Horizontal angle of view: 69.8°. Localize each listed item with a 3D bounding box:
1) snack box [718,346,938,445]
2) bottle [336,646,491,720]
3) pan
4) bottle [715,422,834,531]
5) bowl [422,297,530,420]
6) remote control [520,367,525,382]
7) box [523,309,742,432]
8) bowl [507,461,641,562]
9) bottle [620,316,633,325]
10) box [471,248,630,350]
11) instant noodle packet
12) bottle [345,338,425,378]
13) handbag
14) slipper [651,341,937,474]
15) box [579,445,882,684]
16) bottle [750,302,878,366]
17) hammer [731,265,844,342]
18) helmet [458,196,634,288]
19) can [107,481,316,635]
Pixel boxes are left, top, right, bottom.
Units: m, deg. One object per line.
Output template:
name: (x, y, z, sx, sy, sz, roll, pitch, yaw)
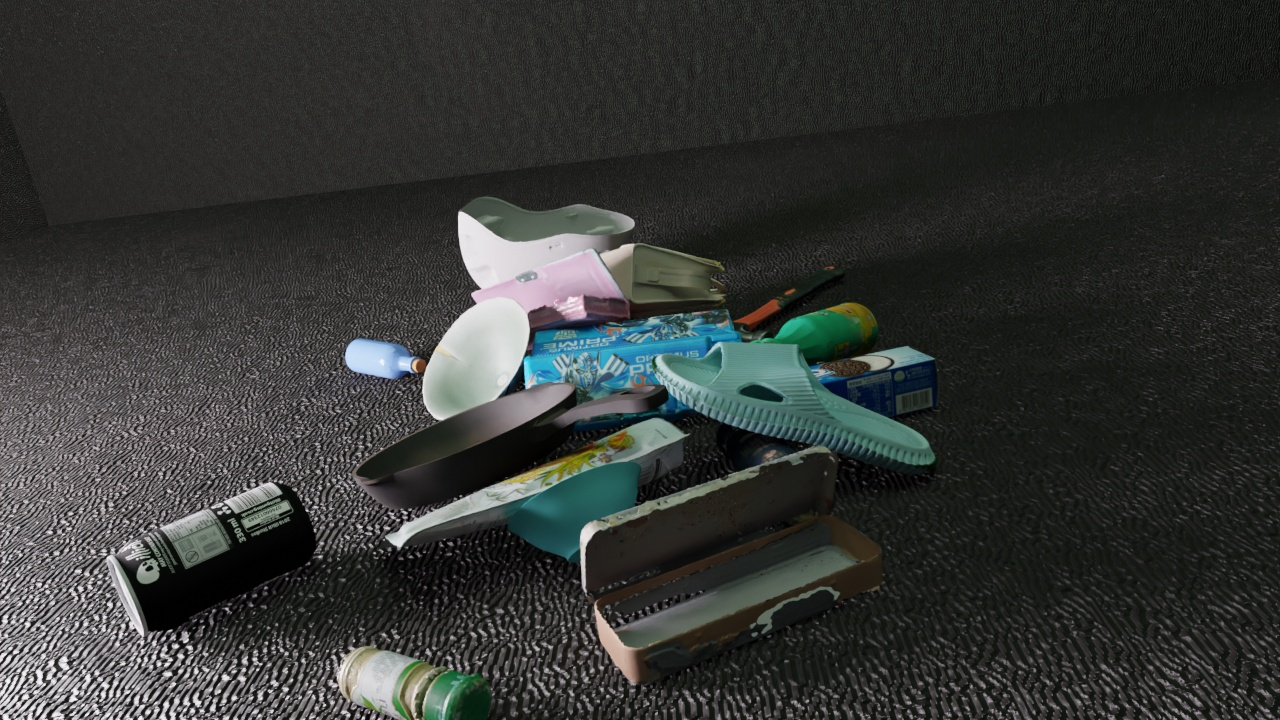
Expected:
snack box: (0.193, 0.038, 0.948, 0.226, 0.059, 0.059, -13, 18, -10)
bottle: (-0.153, 0.220, 0.614, 0.110, 0.043, 0.042, 4, 24, 29)
pan: (-0.114, 0.073, 0.858, 0.357, 0.043, 0.248, -13, 11, 38)
bottle: (0.115, 0.096, 0.824, 0.056, 0.056, 0.161, -13, 21, -14)
bowl: (-0.183, 0.010, 1.125, 0.175, 0.068, 0.173, -23, 48, 28)
remote control: (-0.159, 0.016, 1.184, 0.141, 0.021, 0.045, 2, 21, 35)
box: (-0.008, -0.004, 1.038, 0.243, 0.064, 0.174, -7, 48, 1)
bowl: (-0.045, 0.134, 0.760, 0.121, 0.121, 0.046, -17, 66, -24)
bottle: (-0.059, -0.035, 1.225, 0.109, 0.060, 0.060, 8, 26, 34)
box: (-0.131, -0.074, 1.187, 0.233, 0.098, 0.099, -15, -11, 38)
instant noodle packet: (-0.095, 0.114, 0.809, 0.268, 0.057, 0.147, -16, -9, -25)
bottle: (-0.342, 0.000, 1.247, 0.131, 0.048, 0.047, 8, 26, 35)
handbag: (0.034, -0.101, 1.272, 0.197, 0.101, 0.195, 4, -4, -28)
slipper: (0.144, 0.033, 0.843, 0.276, 0.070, 0.115, 18, 19, 2)
box: (0.071, 0.153, 0.672, 0.216, 0.095, 0.107, -15, 48, -21)
bottle: (0.190, -0.017, 1.041, 0.068, 0.068, 0.209, 12, 20, 42)
hammer: (0.201, -0.082, 1.304, 0.133, 0.033, 0.332, 8, 25, 38)
helmet: (-0.148, -0.193, 1.493, 0.282, 0.184, 0.224, -14, 26, 2)
can: (-0.358, 0.165, 0.775, 0.145, 0.080, 0.080, -24, 27, -37)
